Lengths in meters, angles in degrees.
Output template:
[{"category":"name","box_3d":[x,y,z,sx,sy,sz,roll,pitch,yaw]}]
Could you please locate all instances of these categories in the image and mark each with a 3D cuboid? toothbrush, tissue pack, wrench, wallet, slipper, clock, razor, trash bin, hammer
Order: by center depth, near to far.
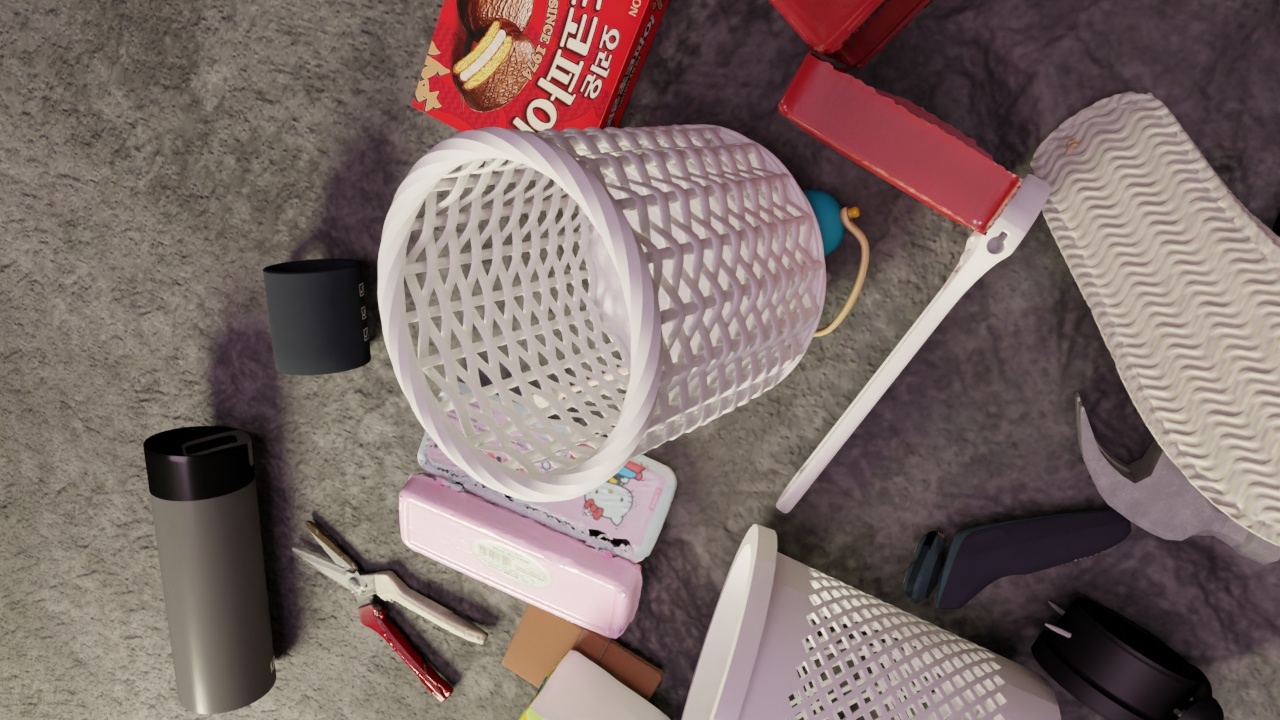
[{"category":"slipper","box_3d":[0.300,-0.028,0.477,0.115,0.052,0.262,-36,60,28]},{"category":"hammer","box_3d":[0.355,-0.048,0.504,0.131,0.039,0.329,23,110,14]},{"category":"clock","box_3d":[0.303,0.193,0.559,0.121,0.091,0.042,33,103,23]},{"category":"wrench","box_3d":[0.158,0.002,0.568,0.018,0.066,0.274,35,122,7]},{"category":"trash bin","box_3d":[0.139,0.231,0.587,0.199,0.195,0.196,18,110,4]},{"category":"razor","box_3d":[0.239,0.125,0.591,0.143,0.047,0.052,-19,73,21]},{"category":"clock","box_3d":[0.082,-0.070,0.594,0.130,0.043,0.099,28,112,19]},{"category":"toothbrush","box_3d":[-0.004,0.004,0.657,0.181,0.018,0.015,-20,85,22]},{"category":"tissue pack","box_3d":[-0.079,0.345,0.700,0.120,0.141,0.198,28,117,10]},{"category":"wallet","box_3d":[-0.049,0.248,0.742,0.121,0.013,0.088,30,117,10]}]

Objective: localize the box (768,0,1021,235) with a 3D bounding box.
[{"category":"box","box_3d":[0.154,-0.182,0.476,0.156,0.156,0.170,29,112,8]}]

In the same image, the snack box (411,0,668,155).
[{"category":"snack box","box_3d":[-0.066,-0.213,0.610,0.133,0.035,0.152,29,112,10]}]

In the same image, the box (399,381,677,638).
[{"category":"box","box_3d":[-0.086,0.117,0.693,0.201,0.066,0.154,20,110,13]}]

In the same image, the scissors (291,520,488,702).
[{"category":"scissors","box_3d":[-0.214,0.216,0.792,0.180,0.015,0.185,-8,101,23]}]

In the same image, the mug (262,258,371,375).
[{"category":"mug","box_3d":[-0.259,-0.038,0.716,0.105,0.071,0.077,13,111,44]}]

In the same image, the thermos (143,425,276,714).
[{"category":"thermos","box_3d":[-0.373,0.180,0.802,0.082,0.082,0.241,6,106,18]}]

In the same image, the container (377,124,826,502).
[{"category":"container","box_3d":[-0.017,-0.039,0.527,0.190,0.186,0.189,12,110,35]}]
